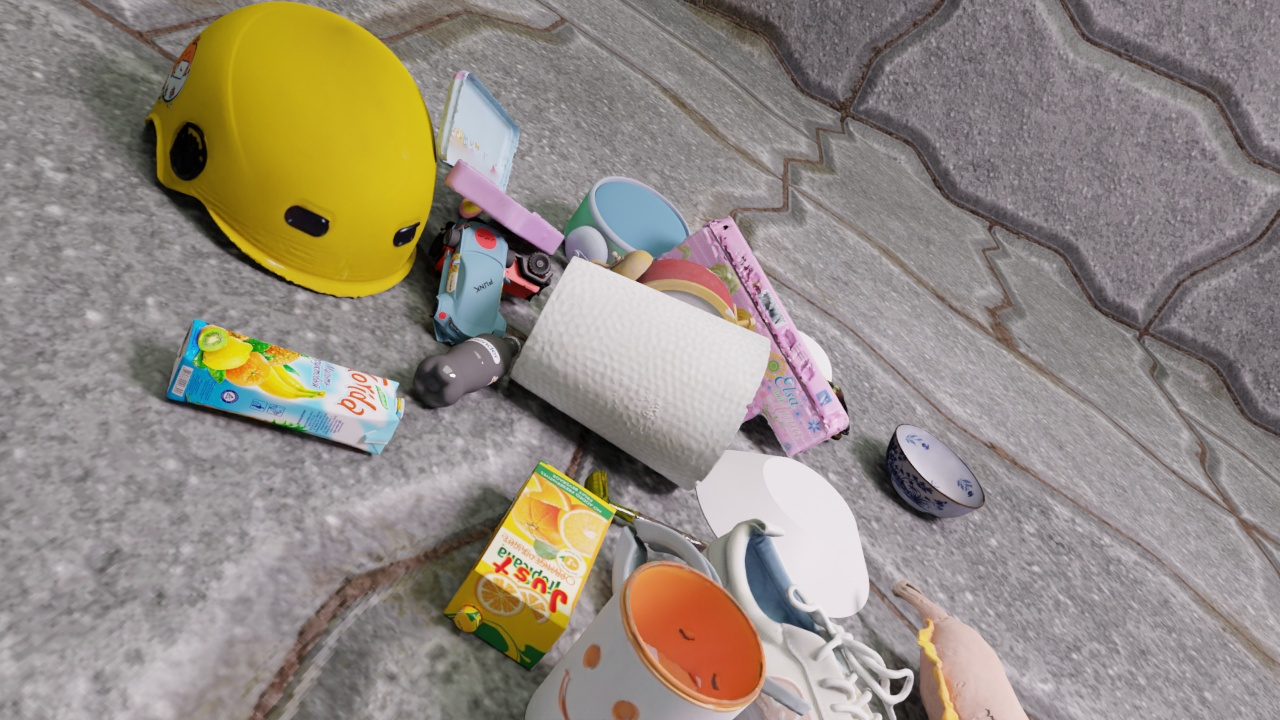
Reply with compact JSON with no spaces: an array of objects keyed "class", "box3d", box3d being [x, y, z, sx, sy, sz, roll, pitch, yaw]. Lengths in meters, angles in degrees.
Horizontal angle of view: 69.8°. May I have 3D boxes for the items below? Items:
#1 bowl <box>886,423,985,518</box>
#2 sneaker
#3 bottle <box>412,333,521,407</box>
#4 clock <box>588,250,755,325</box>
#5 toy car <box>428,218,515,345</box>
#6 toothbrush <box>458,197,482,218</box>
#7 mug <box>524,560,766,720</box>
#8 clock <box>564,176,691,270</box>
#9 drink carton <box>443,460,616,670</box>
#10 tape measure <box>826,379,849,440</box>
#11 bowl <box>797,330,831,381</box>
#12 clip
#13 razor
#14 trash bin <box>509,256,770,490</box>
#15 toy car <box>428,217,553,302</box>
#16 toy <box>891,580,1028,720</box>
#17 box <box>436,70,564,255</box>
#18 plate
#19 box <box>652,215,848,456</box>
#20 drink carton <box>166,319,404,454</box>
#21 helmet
[{"class":"bowl","box3d":[0.291,0.121,0.938,0.114,0.045,0.114,28,28,-17]},{"class":"sneaker","box3d":[0.105,0.199,0.544,0.089,0.091,0.242,15,33,-46]},{"class":"bottle","box3d":[-0.119,0.003,0.661,0.036,0.036,0.109,40,27,8]},{"class":"clock","box3d":[0.013,-0.035,0.794,0.159,0.117,0.081,25,25,-8]},{"class":"toy car","box3d":[-0.125,-0.062,0.708,0.060,0.028,0.107,18,66,-31]},{"class":"toothbrush","box3d":[-0.155,-0.168,0.913,0.021,0.016,0.135,36,26,-10]},{"class":"mug","box3d":[0.001,0.166,0.465,0.082,0.105,0.082,27,29,-16]},{"class":"clock","box3d":[-0.018,-0.112,0.930,0.122,0.076,0.161,32,40,-10]},{"class":"drink carton","box3d":[-0.062,0.118,0.540,0.058,0.041,0.122,34,28,-4]},{"class":"tape measure","box3d":[0.177,0.046,0.931,0.072,0.042,0.071,30,33,-22]},{"class":"bowl","box3d":[0.171,-0.004,1.002,0.110,0.041,0.109,27,28,-16]},{"class":"clip","box3d":[0.021,0.167,0.545,0.162,0.090,0.027,47,-3,43]},{"class":"razor","box3d":[0.007,0.116,0.647,0.106,0.026,0.042,28,26,-23]},{"class":"trash bin","box3d":[-0.004,0.004,0.701,0.161,0.133,0.133,28,28,-5]},{"class":"toy car","box3d":[-0.125,-0.078,0.765,0.100,0.051,0.048,28,71,-18]},{"class":"toy","box3d":[0.206,0.256,0.582,0.196,0.065,0.263,50,23,14]},{"class":"box","box3d":[-0.124,-0.160,0.803,0.214,0.062,0.140,-22,92,-87]},{"class":"plate","box3d":[0.128,0.126,0.752,0.174,0.036,0.173,27,28,-16]},{"class":"box","box3d":[0.093,-0.014,0.858,0.090,0.085,0.230,-25,79,-15]},{"class":"drink carton","box3d":[-0.204,0.017,0.538,0.128,0.039,0.044,21,31,-28]},{"class":"helmet","box3d":[-0.240,-0.177,0.694,0.208,0.140,0.240,1,44,-48]}]
